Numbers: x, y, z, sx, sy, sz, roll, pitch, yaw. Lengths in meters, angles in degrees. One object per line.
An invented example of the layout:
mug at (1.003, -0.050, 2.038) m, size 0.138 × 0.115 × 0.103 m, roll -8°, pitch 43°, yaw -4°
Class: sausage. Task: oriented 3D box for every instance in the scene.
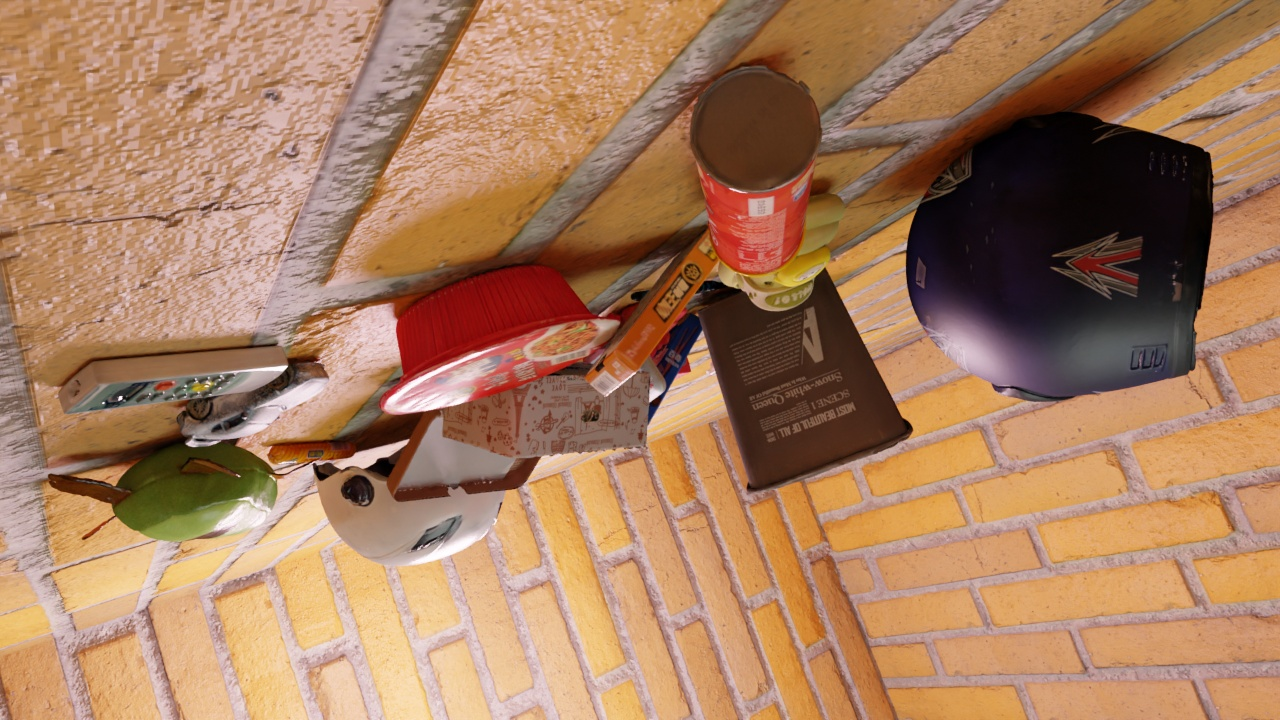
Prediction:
sausage at (-0.373, 0.105, 1.049) m, size 0.021 × 0.021 × 0.165 m, roll -22°, pitch 171°, yaw 13°

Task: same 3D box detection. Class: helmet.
helmet at (-0.281, 0.184, 1.166) m, size 0.259 × 0.146 × 0.228 m, roll -3°, pitch -176°, yaw 33°
helmet at (0.371, -0.092, 0.833) m, size 0.241 × 0.247 × 0.314 m, roll 6°, pitch -171°, yaw 29°

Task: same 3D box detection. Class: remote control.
remote control at (-0.307, 0.012, 0.615) m, size 0.056 × 0.019 × 0.134 m, roll -26°, pitch 170°, yaw 33°

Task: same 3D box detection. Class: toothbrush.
toothbrush at (0.060, -0.077, 0.951) m, size 0.189 × 0.014 × 0.016 m, roll -11°, pitch 167°, yaw -43°

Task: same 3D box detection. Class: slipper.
slipper at (0.130, -0.088, 0.822) m, size 0.091 × 0.081 × 0.191 m, roll -21°, pitch 175°, yaw -13°

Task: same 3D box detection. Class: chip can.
chip can at (0.072, -0.107, 0.578) m, size 0.073 × 0.073 × 0.216 m, roll -21°, pitch 172°, yaw 5°

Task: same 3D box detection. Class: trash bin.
trash bin at (0.182, 0.015, 1.071) m, size 0.199 × 0.219 × 0.198 m, roll -22°, pitch 179°, yaw 12°

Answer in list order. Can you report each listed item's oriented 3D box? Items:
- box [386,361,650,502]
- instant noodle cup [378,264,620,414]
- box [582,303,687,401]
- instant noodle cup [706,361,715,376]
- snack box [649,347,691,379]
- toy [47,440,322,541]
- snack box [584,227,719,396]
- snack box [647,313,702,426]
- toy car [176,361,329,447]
box at (-0.130, 0.066, 0.947) m, size 0.178 × 0.130 × 0.273 m, roll 0°, pitch 159°, yaw -44°
instant noodle cup at (-0.115, -0.020, 0.714) m, size 0.194 × 0.066 × 0.194 m, roll -19°, pitch 171°, yaw -3°
box at (-0.007, 0.008, 1.033) m, size 0.095 × 0.101 × 0.202 m, roll -16°, pitch 171°, yaw -21°
instant noodle cup at (0.183, -0.038, 1.332) m, size 0.173 × 0.060 × 0.138 m, roll -18°, pitch 171°, yaw -28°
snack box at (-0.024, 0.028, 1.270) m, size 0.058 × 0.057 × 0.208 m, roll -8°, pitch 165°, yaw -46°
toy at (-0.409, 0.123, 0.850) m, size 0.227 × 0.090 × 0.247 m, roll -13°, pitch 168°, yaw -4°
snack box at (0.015, -0.042, 0.756) m, size 0.153 × 0.026 × 0.075 m, roll -54°, pitch -172°, yaw -27°
snack box at (0.022, 0.020, 1.125) m, size 0.156 × 0.026 × 0.085 m, roll -60°, pitch -172°, yaw -22°
toy car at (-0.302, 0.034, 0.722) m, size 0.121 × 0.036 × 0.054 m, roll -24°, pitch 171°, yaw 5°
